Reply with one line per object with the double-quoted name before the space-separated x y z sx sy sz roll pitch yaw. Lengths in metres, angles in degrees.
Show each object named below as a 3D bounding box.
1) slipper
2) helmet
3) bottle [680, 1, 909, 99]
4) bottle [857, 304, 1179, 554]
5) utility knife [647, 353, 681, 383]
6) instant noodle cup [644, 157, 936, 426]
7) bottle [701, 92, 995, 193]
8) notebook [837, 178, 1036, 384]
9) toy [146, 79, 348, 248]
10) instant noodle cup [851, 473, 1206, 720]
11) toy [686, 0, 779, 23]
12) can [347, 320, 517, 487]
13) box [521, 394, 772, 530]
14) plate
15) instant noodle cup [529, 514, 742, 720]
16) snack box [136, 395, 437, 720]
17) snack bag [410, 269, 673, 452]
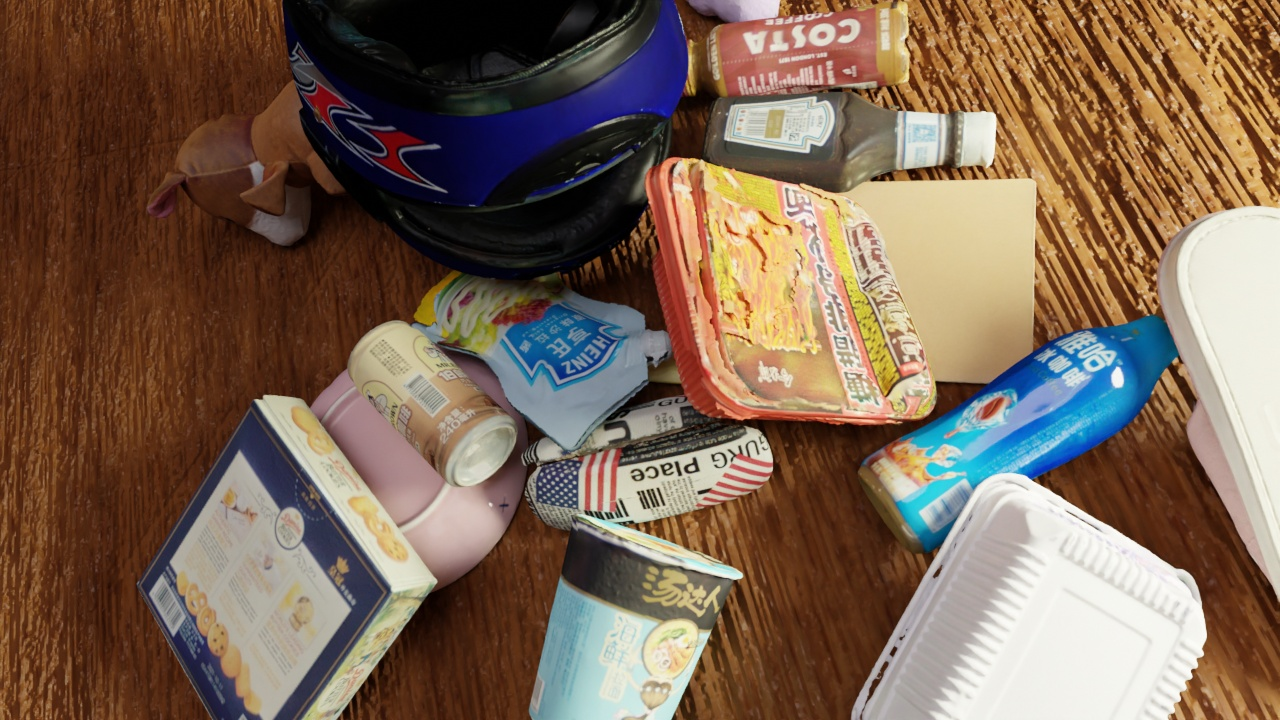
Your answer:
"slipper" 0.358 0.048 0.486 0.114 0.054 0.274 -24 81 5
"helmet" -0.090 -0.170 0.606 0.247 0.241 0.315 -29 53 -10
"bottle" 0.106 -0.223 0.674 0.175 0.057 0.057 -2 69 16
"bottle" 0.234 0.030 0.536 0.219 0.065 0.065 -34 64 2
"utility knife" -0.004 0.004 0.642 0.199 0.021 0.031 2 72 25
"instant noodle cup" 0.080 -0.030 0.557 0.079 0.188 0.164 -39 55 46
"bottle" 0.143 -0.153 0.643 0.195 0.044 0.079 3 58 16
"notebook" 0.155 -0.057 0.624 0.208 0.008 0.147 3 71 18
"toy" -0.293 -0.158 0.748 0.200 0.140 0.130 -8 109 15
"instant noodle cup" 0.206 0.159 0.469 0.138 0.060 0.173 31 84 2
"toy" 0.074 -0.295 0.715 0.108 0.038 0.084 41 121 31
"can" -0.138 0.028 0.608 0.116 0.058 0.058 39 84 25
"box" 0.005 0.071 0.597 0.163 0.076 0.087 -12 87 9
"plate" -0.176 0.071 0.657 0.193 0.039 0.192 -6 68 14
"instant noodle cup" -0.009 0.165 0.543 0.111 0.111 0.120 16 83 21
"snack box" -0.244 0.150 0.616 0.178 0.045 0.183 44 106 26
"snack bag" -0.070 -0.017 0.634 0.110 0.039 0.191 -35 47 -29
